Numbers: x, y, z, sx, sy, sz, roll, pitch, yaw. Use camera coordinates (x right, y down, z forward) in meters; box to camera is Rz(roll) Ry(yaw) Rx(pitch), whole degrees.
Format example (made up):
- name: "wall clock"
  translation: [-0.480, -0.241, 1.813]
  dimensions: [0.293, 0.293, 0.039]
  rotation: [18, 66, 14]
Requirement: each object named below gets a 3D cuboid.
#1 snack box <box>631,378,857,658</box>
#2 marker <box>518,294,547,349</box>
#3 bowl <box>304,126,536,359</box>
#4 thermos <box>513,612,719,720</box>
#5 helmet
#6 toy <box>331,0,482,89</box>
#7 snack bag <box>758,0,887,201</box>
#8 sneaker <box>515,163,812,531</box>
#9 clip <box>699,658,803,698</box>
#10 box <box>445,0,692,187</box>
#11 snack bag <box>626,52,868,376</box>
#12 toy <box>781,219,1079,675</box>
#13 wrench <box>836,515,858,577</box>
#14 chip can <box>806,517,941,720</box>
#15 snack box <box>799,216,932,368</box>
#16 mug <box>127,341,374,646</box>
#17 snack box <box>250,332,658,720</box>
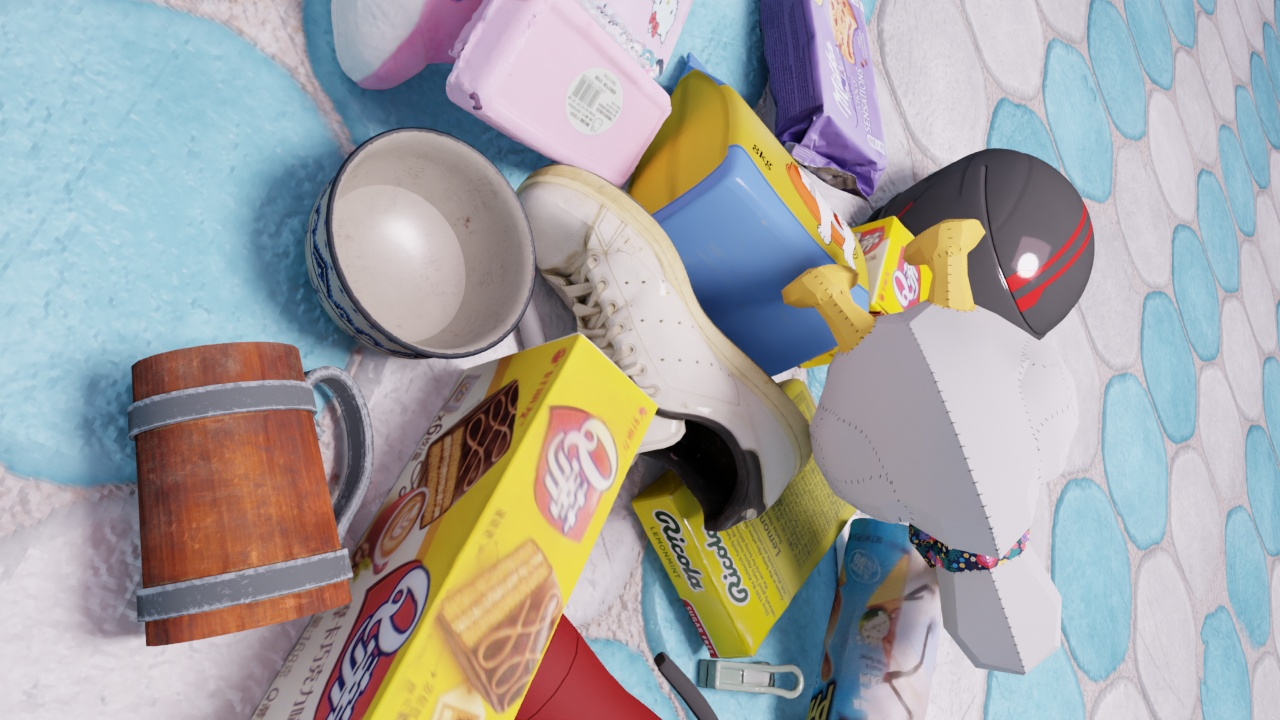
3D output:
- name: "snack box"
  translation: [0.080, 0.100, 0.635]
  dimensions: [0.180, 0.045, 0.121]
  rotation: [-37, 104, -45]
- name: "marker"
  translation: [-0.054, 0.013, 0.548]
  dimensions: [0.022, 0.016, 0.138]
  rotation: [-25, 99, -75]
- name: "bowl"
  translation: [-0.117, -0.053, 0.469]
  dimensions: [0.115, 0.059, 0.115]
  rotation: [11, 74, -42]
- name: "thermos"
  translation: [-0.007, 0.216, 0.489]
  dimensions: [0.108, 0.084, 0.198]
  rotation: [-37, 108, -3]
- name: "helmet"
  translation: [0.293, -0.087, 0.788]
  dimensions: [0.263, 0.170, 0.164]
  rotation: [-47, 113, -39]
- name: "toy"
  translation: [-0.069, -0.255, 0.474]
  dimensions: [0.127, 0.186, 0.266]
  rotation: [16, 107, -36]
- name: "snack bag"
  translation: [0.142, -0.229, 0.736]
  dimensions: [0.096, 0.059, 0.205]
  rotation: [24, 56, -41]
- name: "sneaker"
  translation: [-0.003, 0.003, 0.531]
  dimensions: [0.241, 0.089, 0.102]
  rotation: [48, 52, -9]
- name: "clip"
  translation: [0.073, 0.212, 0.614]
  dimensions: [0.074, 0.035, 0.023]
  rotation: [17, 71, -33]
- name: "box"
  translation: [-0.021, -0.180, 0.506]
  dimensions: [0.155, 0.045, 0.201]
  rotation: [-60, 163, 9]
- name: "snack bag"
  translation: [0.077, -0.115, 0.650]
  dimensions: [0.159, 0.102, 0.204]
  rotation: [41, 36, -29]
- name: "toy"
  translation: [0.175, 0.059, 0.514]
  dimensions: [0.246, 0.141, 0.267]
  rotation: [-4, 75, -77]
- name: "wrench"
  translation: [0.167, 0.256, 0.702]
  dimensions: [0.066, 0.018, 0.273]
  rotation: [13, 71, -41]
- name: "chip can"
  translation: [0.159, 0.228, 0.633]
  dimensions: [0.079, 0.080, 0.229]
  rotation: [27, 72, -37]
- name: "snack box"
  translation: [0.157, -0.049, 0.694]
  dimensions: [0.061, 0.106, 0.083]
  rotation: [39, 57, -31]
- name: "mug"
  translation: [-0.161, 0.054, 0.400]
  dimensions: [0.117, 0.082, 0.111]
  rotation: [2, 75, -61]
- name: "snack box"
  translation: [-0.085, 0.099, 0.431]
  dimensions: [0.061, 0.110, 0.229]
  rotation: [44, 54, -27]
